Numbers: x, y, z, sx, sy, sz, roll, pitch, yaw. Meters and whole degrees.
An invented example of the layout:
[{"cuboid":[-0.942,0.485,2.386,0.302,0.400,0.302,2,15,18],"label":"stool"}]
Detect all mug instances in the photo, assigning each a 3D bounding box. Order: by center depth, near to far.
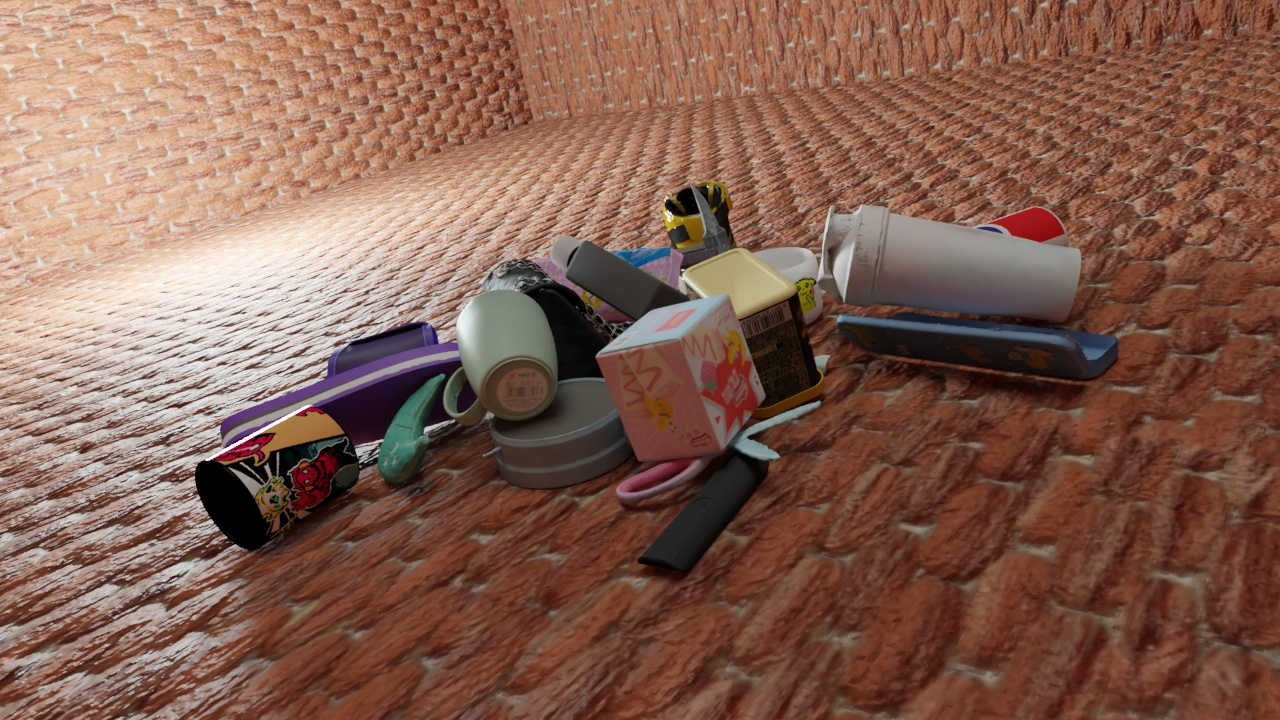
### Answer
[{"cuboid":[-0.310,0.100,0.769,0.118,0.082,0.098,-22,10,42],"label":"mug"},{"cuboid":[-0.122,0.008,0.779,0.111,0.084,0.104,-39,33,8],"label":"mug"},{"cuboid":[0.152,-0.077,0.970,0.115,0.068,0.094,-21,23,-21],"label":"mug"}]

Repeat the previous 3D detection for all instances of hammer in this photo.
[{"cuboid":[-0.022,-0.112,1.116,0.318,0.147,0.028,-8,19,41],"label":"hammer"}]

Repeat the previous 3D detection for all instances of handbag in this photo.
[{"cuboid":[-0.084,-0.051,0.926,0.114,0.125,0.153,-38,26,-3],"label":"handbag"}]

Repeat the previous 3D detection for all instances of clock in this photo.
[{"cuboid":[-0.052,0.055,0.777,0.159,0.045,0.122,-15,21,-3],"label":"clock"}]

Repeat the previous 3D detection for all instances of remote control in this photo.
[{"cuboid":[0.047,0.103,0.640,0.033,0.015,0.146,2,25,33],"label":"remote control"}]

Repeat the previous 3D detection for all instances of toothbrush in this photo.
[{"cuboid":[0.109,-0.001,0.874,0.155,0.015,0.022,5,58,38],"label":"toothbrush"}]

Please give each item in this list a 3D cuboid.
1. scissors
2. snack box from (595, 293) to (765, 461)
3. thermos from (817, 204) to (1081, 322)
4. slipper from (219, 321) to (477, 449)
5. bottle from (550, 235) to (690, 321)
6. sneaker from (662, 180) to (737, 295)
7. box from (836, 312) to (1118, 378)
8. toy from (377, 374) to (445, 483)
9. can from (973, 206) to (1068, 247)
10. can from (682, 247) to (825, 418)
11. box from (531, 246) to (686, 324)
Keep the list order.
[{"cuboid":[0.057,0.062,0.713,0.170,0.013,0.177,-25,13,-1],"label":"scissors"},{"cuboid":[0.034,0.013,0.707,0.080,0.095,0.092,-10,18,34],"label":"snack box"},{"cuboid":[0.277,-0.082,0.842,0.220,0.099,0.099,11,26,12],"label":"thermos"},{"cuboid":[-0.262,0.019,0.869,0.266,0.107,0.084,-19,61,-8],"label":"slipper"},{"cuboid":[-0.027,-0.084,0.960,0.174,0.046,0.083,33,6,36],"label":"bottle"},{"cuboid":[0.079,-0.175,1.188,0.086,0.122,0.238,-8,22,7],"label":"sneaker"},{"cuboid":[0.279,-0.014,0.780,0.124,0.043,0.210,-2,8,-45],"label":"box"},{"cuboid":[-0.201,0.064,0.801,0.085,0.033,0.105,-45,27,29],"label":"toy"},{"cuboid":[0.360,-0.106,0.927,0.132,0.070,0.070,-19,22,-18],"label":"can"},{"cuboid":[0.096,-0.028,0.802,0.072,0.101,0.130,-24,28,-7],"label":"can"},{"cuboid":[-0.047,-0.077,1.074,0.231,0.084,0.070,-1,-16,37],"label":"box"}]
